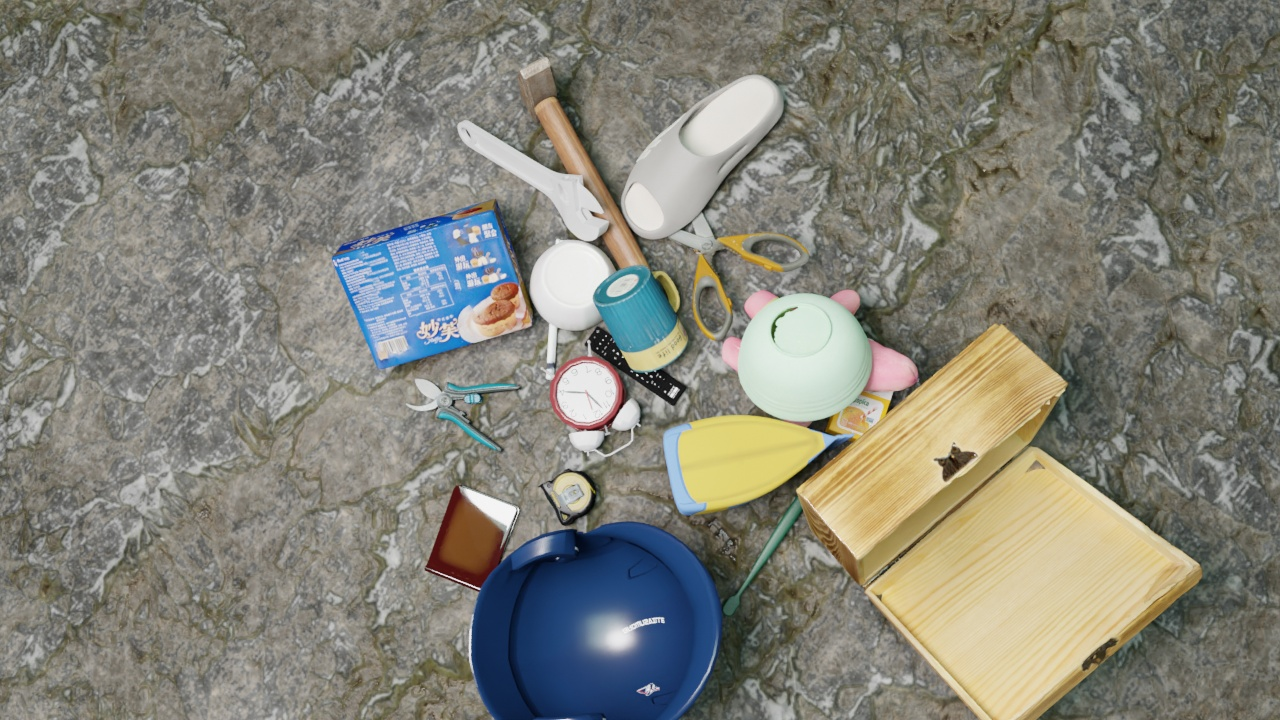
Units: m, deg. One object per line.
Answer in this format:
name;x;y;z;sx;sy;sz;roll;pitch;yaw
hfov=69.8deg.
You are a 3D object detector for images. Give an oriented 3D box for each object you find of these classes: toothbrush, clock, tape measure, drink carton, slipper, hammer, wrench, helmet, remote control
toothbrush;0.156;0.230;1.119;0.016;0.017;0.189;34;84;9
clock;-0.059;0.052;1.146;0.096;0.048;0.137;-30;79;0
tape measure;-0.086;0.166;1.138;0.061;0.034;0.061;-33;81;-3
drink carton;0.276;0.039;1.125;0.058;0.040;0.122;20;83;7
slipper;0.074;-0.274;1.164;0.266;0.080;0.113;-43;71;-2
hammer;-0.068;-0.233;1.160;0.037;0.158;0.301;-29;92;-4
wrench;-0.143;-0.235;1.173;0.273;0.087;0.018;34;58;29
helmet;-0.025;0.300;1.012;0.273;0.222;0.232;-26;63;30
remote control;-0.007;0.007;1.169;0.140;0.009;0.030;34;85;9
toothbrush;-0.108;-0.067;1.188;0.017;0.012;0.186;3;82;3

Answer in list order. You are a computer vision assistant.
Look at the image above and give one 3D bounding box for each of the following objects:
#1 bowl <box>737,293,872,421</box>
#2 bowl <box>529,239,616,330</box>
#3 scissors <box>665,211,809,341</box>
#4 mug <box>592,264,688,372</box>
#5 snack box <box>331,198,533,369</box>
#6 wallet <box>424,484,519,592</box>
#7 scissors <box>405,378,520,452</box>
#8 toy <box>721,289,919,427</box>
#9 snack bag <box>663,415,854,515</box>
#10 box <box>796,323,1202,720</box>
bowl;0.178;-0.016;1.010;0.151;0.077;0.150;-6;60;11
bowl;-0.083;-0.099;1.154;0.116;0.066;0.116;1;82;-5
scissors;0.092;-0.123;1.155;0.225;0.016;0.216;19;77;22
mug;0.006;-0.062;1.123;0.083;0.107;0.113;-1;42;42
snack box;-0.253;-0.094;1.141;0.203;0.069;0.155;-16;112;2
wallet;-0.209;0.224;1.150;0.091;0.018;0.115;19;87;7
scissors;-0.222;0.065;1.173;0.154;0.019;0.124;-17;79;4
toy;0.217;-0.008;1.091;0.237;0.097;0.191;17;72;34
snack bag;0.134;0.114;1.066;0.205;0.159;0.102;-11;79;1
box;0.383;0.199;0.994;0.279;0.284;0.323;-41;68;-3
